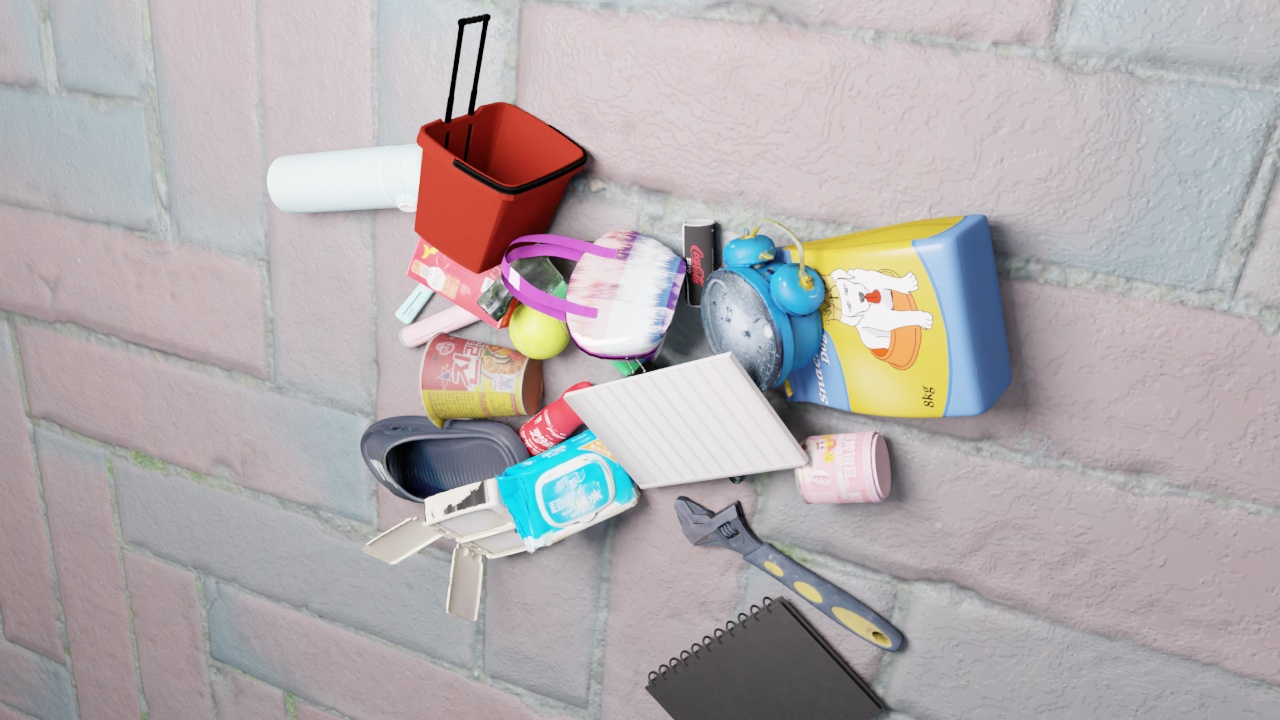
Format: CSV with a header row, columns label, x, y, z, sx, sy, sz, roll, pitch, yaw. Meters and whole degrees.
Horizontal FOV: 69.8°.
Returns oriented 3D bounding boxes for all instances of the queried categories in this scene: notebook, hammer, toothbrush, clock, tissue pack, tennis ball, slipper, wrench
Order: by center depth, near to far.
label,x,y,z,sx,sy,sz,roll,pitch,yaw
clock,0.111,-0.048,0.819,0.117,0.060,0.162,48,146,39
notebook,0.040,0.066,0.889,0.210,0.009,0.142,-15,124,41
hammer,-0.005,0.005,0.925,0.319,0.032,0.130,44,80,-5
tennis ball,-0.104,-0.034,0.960,0.065,0.065,0.065,8,112,21
wrench,0.152,0.222,0.965,0.273,0.022,0.073,33,119,10
tissue pack,-0.074,0.137,0.979,0.093,0.144,0.062,69,163,-11
toothbrush,-0.179,-0.058,1.009,0.223,0.027,0.026,-20,76,28
notebook,0.129,0.374,1.030,0.169,0.019,0.232,47,123,1
slipper,-0.244,0.127,1.061,0.269,0.083,0.111,-4,109,36

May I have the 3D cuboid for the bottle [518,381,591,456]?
label,x,y,z,sx,sy,sz,roll,pitch,yaw
bottle,-0.099,0.073,1.011,0.142,0.041,0.042,-38,91,30

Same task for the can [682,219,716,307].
label,x,y,z,sx,sy,sz,roll,pitch,yaw
can,0.057,-0.094,0.884,0.032,0.031,0.080,5,111,22

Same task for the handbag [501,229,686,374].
label,x,y,z,sx,sy,sz,roll,pitch,yaw
handbag,-0.049,-0.071,0.873,0.170,0.144,0.068,17,155,-1

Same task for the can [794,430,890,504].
label,x,y,z,sx,sy,sz,roll,pitch,yaw
can,0.194,0.103,0.876,0.076,0.067,0.067,-7,106,27

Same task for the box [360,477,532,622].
label,x,y,z,sx,sy,sz,roll,pitch,yaw
box,-0.193,0.217,1.023,0.187,0.145,0.101,-32,53,10

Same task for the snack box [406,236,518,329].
label,x,y,z,sx,sy,sz,roll,pitch,yaw
snack box,-0.182,-0.102,0.977,0.133,0.021,0.089,30,107,20

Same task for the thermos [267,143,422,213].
label,x,y,z,sx,sy,sz,roll,pitch,yaw
thermos,-0.303,-0.195,0.990,0.207,0.065,0.077,2,70,24

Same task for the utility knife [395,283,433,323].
label,x,y,z,sx,sy,sz,roll,pitch,yaw
utility knife,-0.226,-0.097,1.024,0.022,0.015,0.159,49,118,9

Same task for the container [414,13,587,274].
label,x,y,z,sx,sy,sz,roll,pitch,yaw
container,-0.131,-0.200,0.865,0.127,0.147,0.201,34,128,13

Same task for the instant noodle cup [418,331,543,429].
label,x,y,z,sx,sy,sz,roll,pitch,yaw
instant noodle cup,-0.170,0.020,1.000,0.112,0.100,0.100,3,110,15

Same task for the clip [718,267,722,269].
label,x,y,z,sx,sy,sz,roll,pitch,yaw
clip,0.091,-0.068,0.891,0.036,0.013,0.052,-5,109,27

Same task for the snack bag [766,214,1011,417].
label,x,y,z,sx,sy,sz,roll,pitch,yaw
snack bag,0.204,-0.035,0.810,0.206,0.102,0.159,-3,108,40
